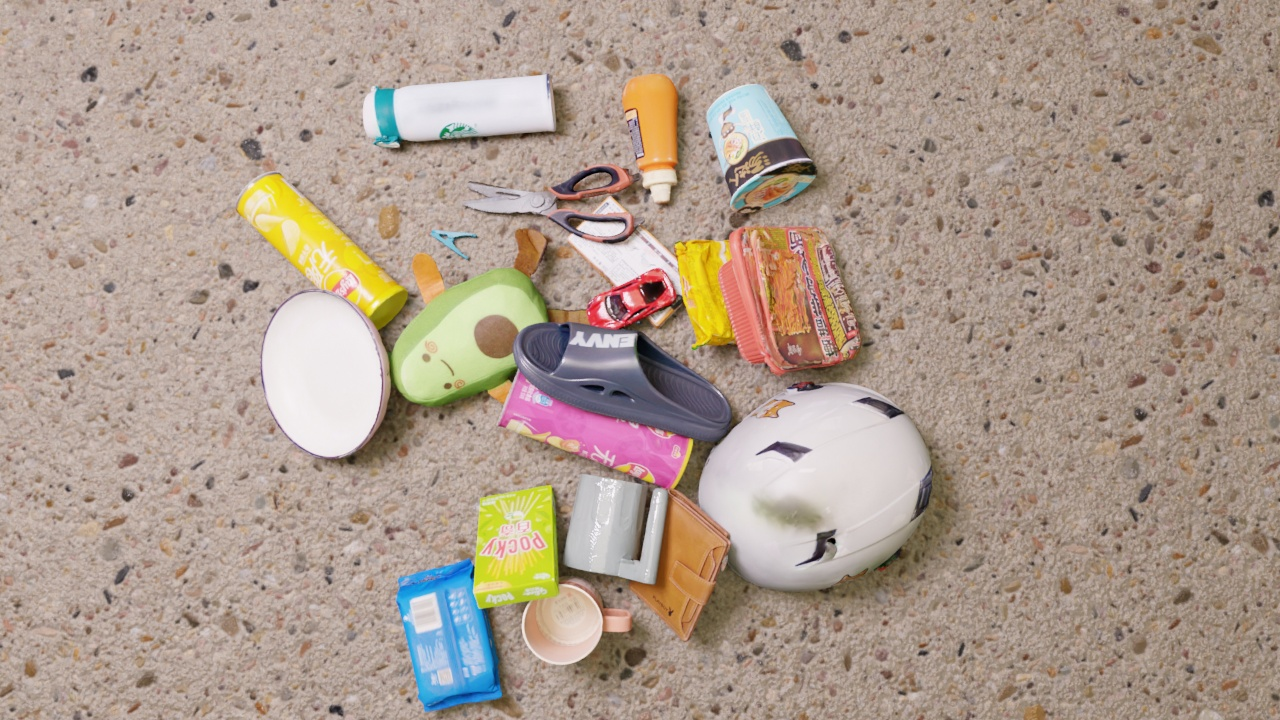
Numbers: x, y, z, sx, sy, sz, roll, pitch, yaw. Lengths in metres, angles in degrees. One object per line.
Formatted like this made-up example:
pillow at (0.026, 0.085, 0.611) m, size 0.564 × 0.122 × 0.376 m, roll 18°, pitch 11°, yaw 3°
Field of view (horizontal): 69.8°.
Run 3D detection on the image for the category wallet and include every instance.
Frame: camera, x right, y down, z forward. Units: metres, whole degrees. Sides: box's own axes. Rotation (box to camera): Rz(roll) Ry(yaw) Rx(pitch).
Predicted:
wallet at (0.047, 0.225, 0.999) m, size 0.119 × 0.035 × 0.131 m, roll 38°, pitch 115°, yaw 43°

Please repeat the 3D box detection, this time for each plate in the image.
plate at (-0.351, 0.014, 1.042) m, size 0.193 × 0.039 × 0.192 m, roll 4°, pitch 98°, yaw 28°

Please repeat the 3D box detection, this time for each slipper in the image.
slipper at (-0.006, 0.006, 1.006) m, size 0.268 × 0.110 × 0.084 m, roll 21°, pitch 125°, yaw -18°

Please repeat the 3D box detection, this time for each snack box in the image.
snack box at (-0.134, 0.200, 0.999) m, size 0.086 × 0.156 × 0.026 m, roll -10°, pitch 121°, yaw 0°
snack box at (-0.008, -0.117, 1.092) m, size 0.154 × 0.026 × 0.075 m, roll 44°, pitch 86°, yaw 5°

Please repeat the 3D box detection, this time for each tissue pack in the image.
tissue pack at (-0.213, 0.309, 1.029) m, size 0.095 × 0.052 × 0.157 m, roll -15°, pitch 83°, yaw 1°

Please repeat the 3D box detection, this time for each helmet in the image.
helmet at (0.201, 0.136, 0.995) m, size 0.274 × 0.157 × 0.230 m, roll -24°, pitch 84°, yaw -3°

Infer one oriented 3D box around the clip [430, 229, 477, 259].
clip at (-0.227, -0.144, 1.103) m, size 0.054 × 0.013 × 0.033 m, roll 18°, pitch 83°, yaw 3°

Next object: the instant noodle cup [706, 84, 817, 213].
instant noodle cup at (0.133, -0.251, 1.074) m, size 0.111 × 0.111 × 0.120 m, roll -22°, pitch 76°, yaw -2°

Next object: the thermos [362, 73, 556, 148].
thermos at (-0.215, -0.296, 1.094) m, size 0.224 × 0.073 × 0.073 m, roll -5°, pitch 83°, yaw 0°

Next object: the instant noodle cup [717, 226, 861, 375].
instant noodle cup at (0.159, -0.064, 1.030) m, size 0.079 × 0.188 × 0.164 m, roll -21°, pitch 80°, yaw 43°

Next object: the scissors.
scissors at (-0.102, -0.196, 1.091) m, size 0.206 × 0.015 × 0.201 m, roll -40°, pitch 74°, yaw -2°

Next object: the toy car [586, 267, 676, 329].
toy car at (-0.012, -0.067, 1.058) m, size 0.106 × 0.031 × 0.049 m, roll -25°, pitch 84°, yaw 1°

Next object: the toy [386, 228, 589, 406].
toy at (-0.181, -0.031, 1.047) m, size 0.246 × 0.090 × 0.227 m, roll -35°, pitch 103°, yaw -7°

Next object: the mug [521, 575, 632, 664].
mug at (-0.066, 0.281, 1.004) m, size 0.114 × 0.106 × 0.081 m, roll 2°, pitch 83°, yaw 0°

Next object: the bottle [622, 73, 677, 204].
bottle at (0.017, -0.261, 1.094) m, size 0.067 × 0.067 × 0.149 m, roll -7°, pitch 90°, yaw -1°

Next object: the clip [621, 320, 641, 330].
clip at (-0.028, -0.046, 1.085) m, size 0.058 × 0.026 × 0.042 m, roll 24°, pitch 92°, yaw 3°

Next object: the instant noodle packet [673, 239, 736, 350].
instant noodle packet at (0.092, -0.075, 1.061) m, size 0.110 × 0.044 × 0.128 m, roll -6°, pitch 82°, yaw -38°

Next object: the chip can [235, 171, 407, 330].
chip can at (-0.371, -0.126, 1.072) m, size 0.213 × 0.072 × 0.072 m, roll 43°, pitch 85°, yaw 5°

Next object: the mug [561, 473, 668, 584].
mug at (-0.023, 0.185, 1.015) m, size 0.124 × 0.083 × 0.103 m, roll 2°, pitch 78°, yaw 41°

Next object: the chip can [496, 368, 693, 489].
chip can at (-0.051, 0.078, 1.026) m, size 0.210 × 0.071 × 0.071 m, roll 21°, pitch 83°, yaw -9°
